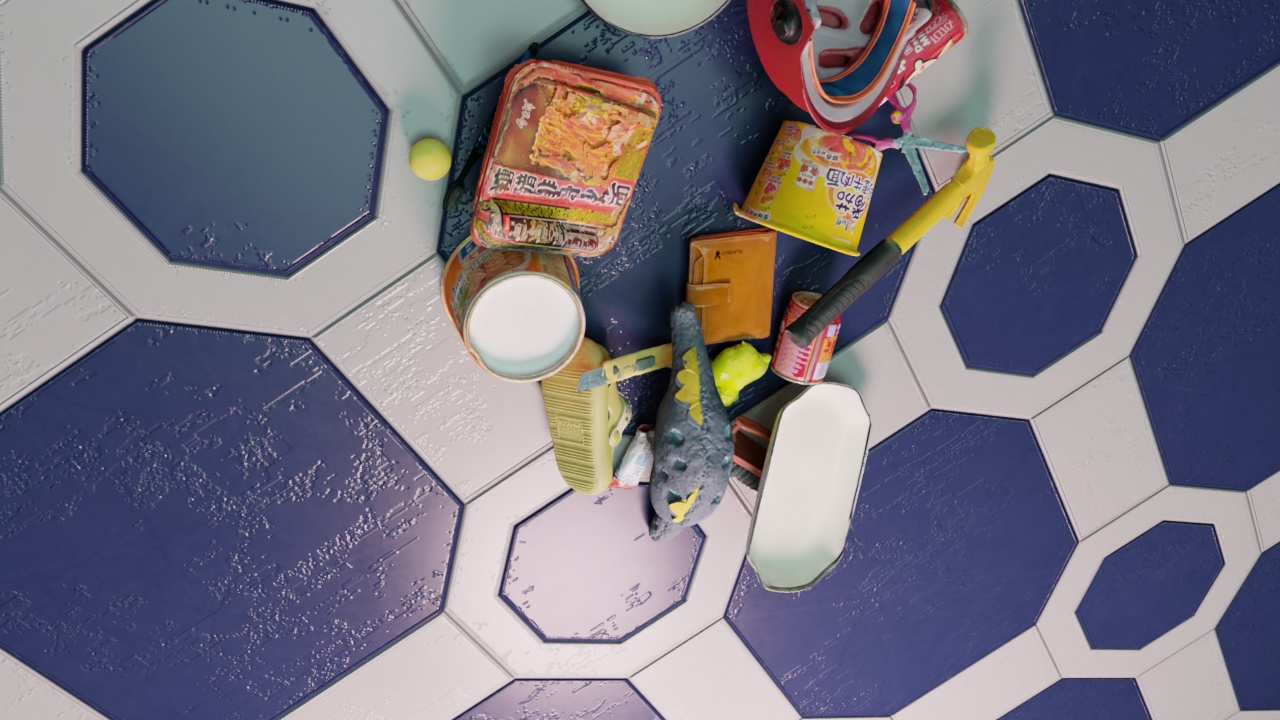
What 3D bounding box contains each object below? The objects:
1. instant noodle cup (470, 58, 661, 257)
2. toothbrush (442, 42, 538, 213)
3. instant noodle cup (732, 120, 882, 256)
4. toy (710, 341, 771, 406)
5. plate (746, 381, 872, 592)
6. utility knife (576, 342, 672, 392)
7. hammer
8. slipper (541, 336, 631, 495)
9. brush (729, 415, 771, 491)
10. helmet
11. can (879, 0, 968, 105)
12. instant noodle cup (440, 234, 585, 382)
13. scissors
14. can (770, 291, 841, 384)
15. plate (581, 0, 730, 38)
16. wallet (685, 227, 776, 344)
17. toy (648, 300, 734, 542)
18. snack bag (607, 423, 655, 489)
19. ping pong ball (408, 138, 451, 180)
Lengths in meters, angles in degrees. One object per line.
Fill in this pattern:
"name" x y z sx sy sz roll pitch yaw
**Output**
"instant noodle cup" -0.080 -0.198 0.883 0.164 0.079 0.189 1 123 -35
"toothbrush" -0.148 -0.227 0.904 0.014 0.016 0.190 23 107 -33
"instant noodle cup" 0.182 -0.182 0.959 0.138 0.138 0.110 13 104 -22
"toy" 0.104 0.020 1.086 0.096 0.031 0.100 -5 133 -19
"plate" 0.201 0.153 1.126 0.161 0.034 0.266 8 97 -34
"utility knife" -0.006 0.006 1.013 0.189 0.020 0.031 -15 100 -42
"hammer" 0.277 -0.123 1.011 0.300 0.033 0.129 -42 153 -6
"slipper" -0.057 0.058 1.048 0.081 0.092 0.191 -26 119 -49
"brush" 0.149 0.122 1.140 0.145 0.063 0.069 34 116 -29
"helmet" 0.178 -0.350 0.857 0.206 0.144 0.241 -22 139 -37
"can" 0.271 -0.317 0.956 0.133 0.053 0.053 -39 120 6
"instant noodle cup" -0.125 -0.054 0.944 0.151 0.111 0.151 -6 118 -13
"scissors" 0.276 -0.235 0.984 0.130 0.017 0.133 -19 78 15
"can" 0.195 -0.027 1.075 0.066 0.066 0.094 3 115 -18
"plate" 0.013 -0.400 0.847 0.192 0.039 0.193 -6 118 -13
"wallet" 0.095 -0.082 1.041 0.119 0.035 0.131 -10 119 -18
"toy" 0.051 0.110 1.052 0.091 0.137 0.357 -8 129 -17
"snack bag" -0.006 0.119 1.115 0.048 0.026 0.104 8 114 -42
"ping pong ball" -0.204 -0.195 0.890 0.040 0.040 0.040 -7 118 -13
